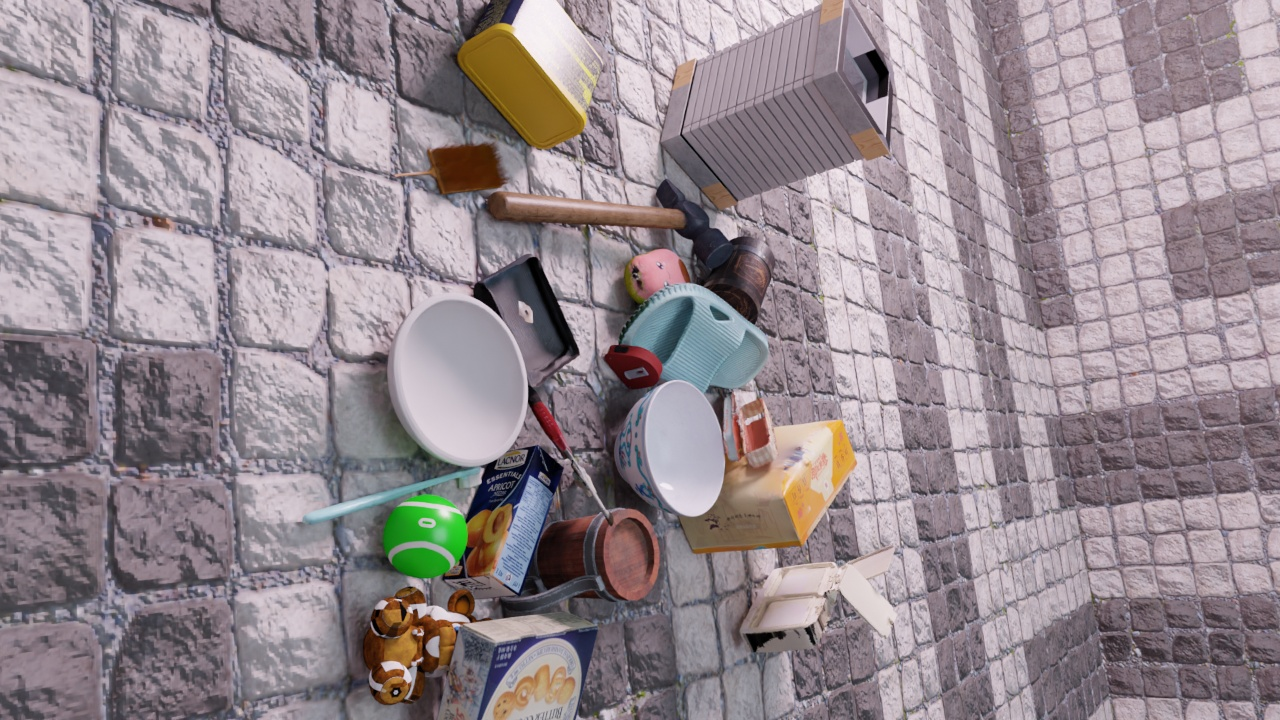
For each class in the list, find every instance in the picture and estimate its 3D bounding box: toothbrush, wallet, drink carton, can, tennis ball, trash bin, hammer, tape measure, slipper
[{"bbox_3d":[-0.195,0.110,0.745,0.180,0.016,0.016,-9,95,-54],"label":"toothbrush"},{"bbox_3d":[-0.110,-0.039,0.893,0.089,0.026,0.115,-40,111,-51],"label":"wallet"},{"bbox_3d":[-0.117,0.139,0.798,0.040,0.064,0.129,47,45,-34],"label":"drink carton"},{"bbox_3d":[-0.107,-0.306,0.940,0.135,0.075,0.104,45,44,-36],"label":"can"},{"bbox_3d":[-0.170,0.139,0.726,0.065,0.066,0.065,20,64,-49],"label":"tennis ball"},{"bbox_3d":[0.175,-0.323,1.173,0.142,0.248,0.142,40,50,-39],"label":"trash bin"},{"bbox_3d":[-0.035,-0.161,1.004,0.321,0.040,0.129,-5,51,-48],"label":"hammer"},{"bbox_3d":[-0.006,0.006,0.997,0.059,0.052,0.019,52,43,-31],"label":"tape measure"},{"bbox_3d":[0.083,-0.012,1.076,0.276,0.069,0.116,22,106,-52],"label":"slipper"}]

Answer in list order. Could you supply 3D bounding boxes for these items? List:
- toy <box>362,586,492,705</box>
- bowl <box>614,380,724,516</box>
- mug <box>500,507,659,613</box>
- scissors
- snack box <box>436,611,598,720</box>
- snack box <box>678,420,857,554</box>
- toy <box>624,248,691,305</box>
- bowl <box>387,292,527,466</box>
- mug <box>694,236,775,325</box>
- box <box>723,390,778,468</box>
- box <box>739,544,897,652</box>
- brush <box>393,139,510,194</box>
[{"bbox_3d":[-0.163,0.219,0.713,0.112,0.067,0.087,7,77,-39],"label":"toy"},{"bbox_3d":[0.020,0.098,0.984,0.143,0.074,0.143,20,64,-49],"label":"bowl"},{"bbox_3d":[-0.060,0.186,0.820,0.117,0.111,0.081,-37,109,-51],"label":"mug"},{"bbox_3d":[-0.063,0.093,0.841,0.198,0.015,0.179,54,-9,32],"label":"scissors"},{"bbox_3d":[-0.103,0.282,0.738,0.144,0.043,0.145,17,85,-59],"label":"snack box"},{"bbox_3d":[0.152,0.141,1.087,0.194,0.145,0.080,-38,110,-51],"label":"snack box"},{"bbox_3d":[0.021,-0.087,1.061,0.109,0.051,0.090,-6,81,-55],"label":"toy"},{"bbox_3d":[-0.164,0.019,0.790,0.149,0.043,0.149,20,64,-49],"label":"bowl"},{"bbox_3d":[0.111,-0.109,1.179,0.116,0.080,0.107,35,47,-9],"label":"mug"},{"bbox_3d":[0.127,0.076,1.094,0.067,0.057,0.187,45,13,-8],"label":"box"},{"bbox_3d":[0.213,0.275,1.096,0.143,0.181,0.080,-42,112,-57],"label":"box"},{"bbox_3d":[-0.174,-0.179,0.858,0.126,0.017,0.048,-23,98,-53],"label":"brush"}]
